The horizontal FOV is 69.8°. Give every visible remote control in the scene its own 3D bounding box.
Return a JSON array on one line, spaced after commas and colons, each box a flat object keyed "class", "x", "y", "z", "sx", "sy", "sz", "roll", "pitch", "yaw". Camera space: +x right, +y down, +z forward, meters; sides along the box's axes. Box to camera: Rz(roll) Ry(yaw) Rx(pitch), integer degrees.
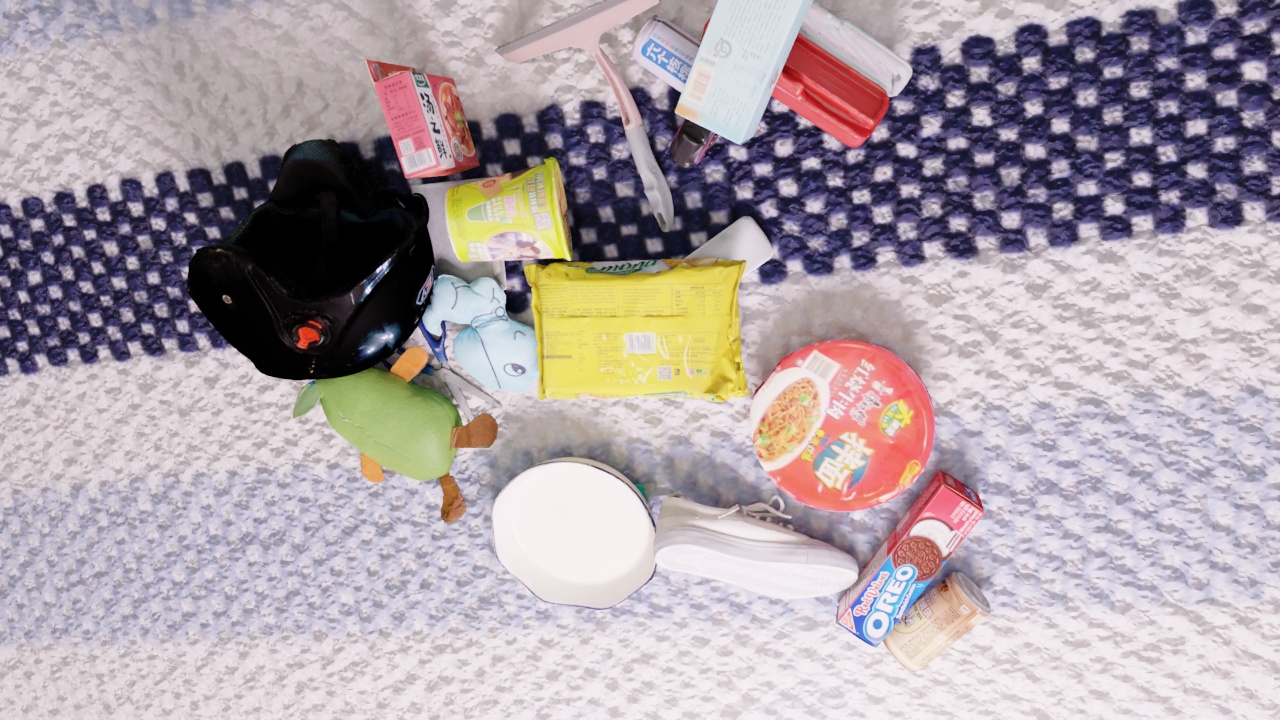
[{"class": "remote control", "x": 0.080, "y": -0.102, "z": 1.016, "sx": 0.136, "sy": 0.020, "sz": 0.056, "roll": -35, "pitch": 94, "yaw": 17}]

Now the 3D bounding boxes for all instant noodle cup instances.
[{"class": "instant noodle cup", "x": 0.219, "y": 0.064, "z": 1.004, "sx": 0.194, "sy": 0.065, "sz": 0.194, "roll": 3, "pitch": 105, "yaw": 10}, {"class": "instant noodle cup", "x": -0.143, "y": -0.154, "z": 0.990, "sx": 0.123, "sy": 0.111, "sz": 0.112, "roll": -8, "pitch": 102, "yaw": 1}]

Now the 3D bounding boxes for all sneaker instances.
[{"class": "sneaker", "x": 0.132, "y": 0.207, "z": 1.058, "sx": 0.242, "sy": 0.090, "sz": 0.090, "roll": 13, "pitch": 137, "yaw": -10}]

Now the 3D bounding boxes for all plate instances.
[{"class": "plate", "x": -0.076, "y": 0.203, "z": 1.098, "sx": 0.205, "sy": 0.045, "sz": 0.205, "roll": 4, "pitch": 113, "yaw": 10}]

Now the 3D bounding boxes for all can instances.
[{"class": "can", "x": 0.334, "y": 0.296, "z": 1.039, "sx": 0.058, "sy": 0.058, "sz": 0.116, "roll": 43, "pitch": 107, "yaw": -1}, {"class": "can", "x": 0.058, "y": -0.301, "z": 0.955, "sx": 0.134, "sy": 0.053, "sz": 0.053, "roll": 34, "pitch": 107, "yaw": 2}]

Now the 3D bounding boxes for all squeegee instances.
[{"class": "squeegee", "x": -0.014, "y": -0.252, "z": 0.975, "sx": 0.248, "sy": 0.040, "sz": 0.250, "roll": -1, "pitch": 124, "yaw": 46}]

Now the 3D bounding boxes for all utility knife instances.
[{"class": "utility knife", "x": -0.067, "y": 0.175, "z": 1.118, "sx": 0.187, "sy": 0.013, "sz": 0.029, "roll": -13, "pitch": 98, "yaw": 17}]

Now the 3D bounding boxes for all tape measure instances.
[{"class": "tape measure", "x": 0.059, "y": -0.235, "z": 0.968, "sx": 0.039, "sy": 0.057, "sz": 0.057, "roll": 30, "pitch": 151, "yaw": -2}]

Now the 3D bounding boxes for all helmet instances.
[{"class": "helmet", "x": -0.341, "y": -0.092, "z": 0.999, "sx": 0.275, "sy": 0.232, "sz": 0.230, "roll": 0, "pitch": 134, "yaw": 16}]

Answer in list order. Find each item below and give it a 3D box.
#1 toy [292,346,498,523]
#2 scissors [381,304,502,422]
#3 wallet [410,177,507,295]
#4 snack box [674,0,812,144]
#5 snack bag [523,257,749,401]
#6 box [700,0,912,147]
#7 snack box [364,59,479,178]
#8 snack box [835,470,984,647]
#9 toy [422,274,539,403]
[{"class": "toy", "x": -0.290, "y": 0.075, "z": 1.102, "sx": 0.247, "sy": 0.089, "sz": 0.227, "roll": 31, "pitch": 118, "yaw": 7}, {"class": "scissors", "x": -0.249, "y": 0.010, "z": 1.117, "sx": 0.163, "sy": 0.012, "sz": 0.162, "roll": -3, "pitch": 104, "yaw": 11}, {"class": "wallet", "x": -0.207, "y": -0.141, "z": 1.058, "sx": 0.107, "sy": 0.037, "sz": 0.130, "roll": -3, "pitch": 103, "yaw": 13}, {"class": "snack box", "x": 0.102, "y": -0.300, "z": 0.871, "sx": 0.074, "sy": 0.051, "sz": 0.175, "roll": 29, "pitch": 119, "yaw": 10}, {"class": "snack bag", "x": -0.005, "y": -0.030, "z": 0.999, "sx": 0.247, "sy": 0.068, "sz": 0.158, "roll": 0, "pitch": 97, "yaw": 13}, {"class": "box", "x": 0.168, "y": -0.313, "z": 0.904, "sx": 0.201, "sy": 0.095, "sz": 0.099, "roll": 34, "pitch": 151, "yaw": 3}, {"class": "snack box", "x": -0.232, "y": -0.265, "z": 0.993, "sx": 0.044, "sy": 0.113, "sz": 0.127, "roll": -14, "pitch": 100, "yaw": 16}, {"class": "snack box", "x": 0.299, "y": 0.224, "z": 1.030, "sx": 0.057, "sy": 0.058, "sz": 0.208, "roll": 34, "pitch": 108, "yaw": 5}, {"class": "toy", "x": -0.173, "y": -0.024, "z": 1.066, "sx": 0.161, "sy": 0.049, "sz": 0.156, "roll": 2, "pitch": 117, "yaw": 7}]
